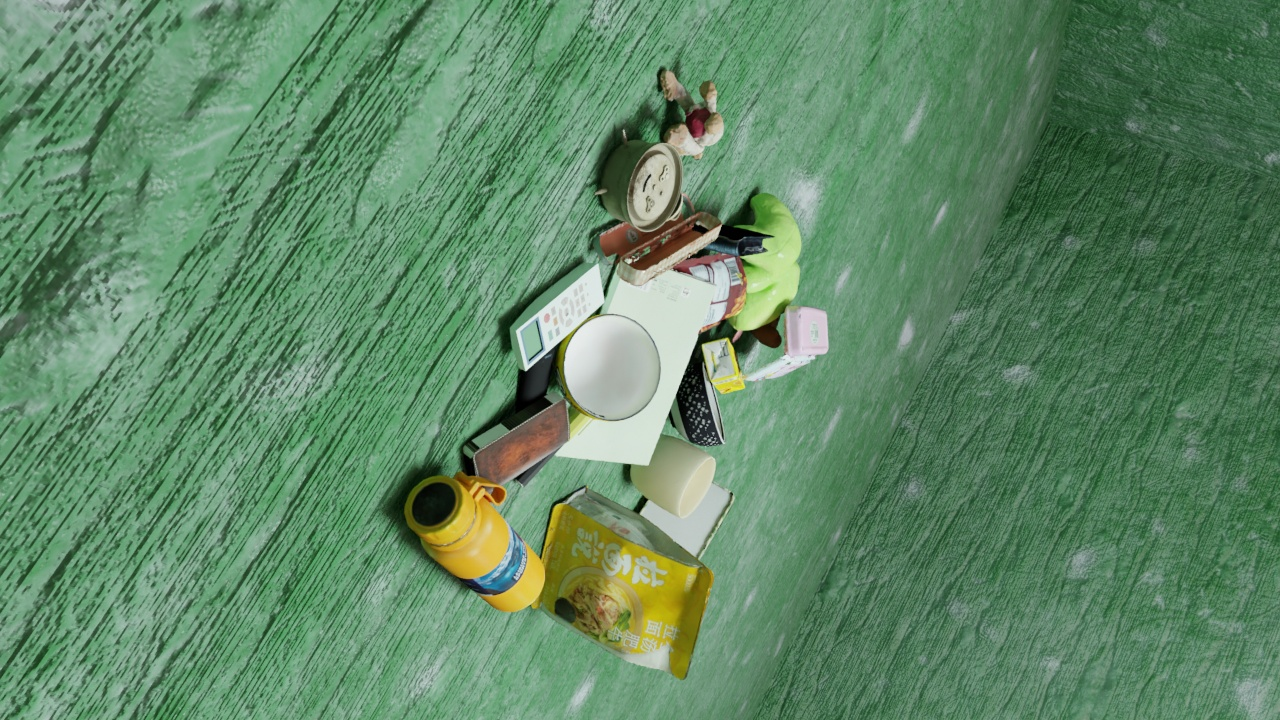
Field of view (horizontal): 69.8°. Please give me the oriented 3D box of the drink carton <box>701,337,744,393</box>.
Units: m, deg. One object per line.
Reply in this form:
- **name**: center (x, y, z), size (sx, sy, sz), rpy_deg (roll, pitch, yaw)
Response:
- **drink carton**: center (0.124, 0.009, 1.341), size (0.134, 0.043, 0.058), rpy_deg (41, 35, -75)

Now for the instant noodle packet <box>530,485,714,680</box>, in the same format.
- **instant noodle packet**: center (-0.019, 0.281, 1.142), size (0.084, 0.222, 0.163), rpy_deg (-15, 124, -55)

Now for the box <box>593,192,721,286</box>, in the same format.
- **box**: center (0.022, -0.140, 1.034), size (0.186, 0.082, 0.042), rpy_deg (-38, 154, -48)

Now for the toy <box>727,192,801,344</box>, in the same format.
- **toy**: center (0.180, -0.128, 1.322), size (0.149, 0.107, 0.197), rpy_deg (-52, 143, -31)

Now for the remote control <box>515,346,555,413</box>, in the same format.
- **remote control**: center (-0.115, 0.048, 0.988), size (0.041, 0.020, 0.152), rpy_deg (-30, 139, -50)

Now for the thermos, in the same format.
- **thermos**: center (-0.167, 0.184, 0.947), size (0.233, 0.076, 0.091), rpy_deg (67, 25, -57)

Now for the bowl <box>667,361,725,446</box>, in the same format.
- **bowl**: center (0.073, 0.067, 1.297), size (0.120, 0.066, 0.120), rpy_deg (-14, 89, -81)

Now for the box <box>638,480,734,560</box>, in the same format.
- **box**: center (0.046, 0.261, 1.372), size (0.205, 0.118, 0.051), rpy_deg (-58, 170, -20)

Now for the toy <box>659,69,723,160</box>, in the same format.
- **toy**: center (0.051, -0.261, 1.006), size (0.106, 0.074, 0.085), rpy_deg (88, -13, -77)

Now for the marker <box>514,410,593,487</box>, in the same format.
- **marker**: center (-0.095, 0.097, 1.049), size (0.123, 0.021, 0.017), rpy_deg (-47, 179, -18)

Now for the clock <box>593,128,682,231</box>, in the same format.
- **clock**: center (0.006, -0.183, 0.984), size (0.140, 0.055, 0.093), rpy_deg (25, 89, -58)

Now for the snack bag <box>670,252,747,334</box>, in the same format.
- **snack bag**: center (0.058, -0.073, 1.173), size (0.207, 0.067, 0.139), rpy_deg (-25, 133, -47)

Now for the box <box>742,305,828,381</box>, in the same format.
- **box**: center (0.237, -0.017, 1.396), size (0.146, 0.077, 0.201), rpy_deg (-63, 161, 12)

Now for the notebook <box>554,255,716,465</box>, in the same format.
- **notebook**: center (-0.007, 0.007, 1.116), size (0.181, 0.010, 0.252), rpy_deg (12, 101, -48)

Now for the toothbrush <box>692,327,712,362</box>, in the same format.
- **toothbrush**: center (0.104, -0.065, 1.293), size (0.013, 0.013, 0.168), rpy_deg (-59, 171, -56)

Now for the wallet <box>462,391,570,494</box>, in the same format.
- **wallet**: center (-0.128, 0.089, 0.967), size (0.122, 0.019, 0.072), rpy_deg (-32, 140, -31)

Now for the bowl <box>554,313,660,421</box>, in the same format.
- **bowl**: center (-0.043, 0.008, 1.015), size (0.117, 0.068, 0.117), rpy_deg (1, 88, -26)

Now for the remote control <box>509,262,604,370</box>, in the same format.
- **remote control**: center (-0.087, -0.050, 0.947), size (0.143, 0.024, 0.050), rpy_deg (-45, 139, -39)

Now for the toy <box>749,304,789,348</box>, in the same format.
- **toy**: center (0.215, -0.088, 1.462), size (0.095, 0.065, 0.127), rpy_deg (40, 74, -81)

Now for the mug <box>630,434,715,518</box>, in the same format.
- **mug**: center (0.039, 0.163, 1.296), size (0.096, 0.100, 0.120), rpy_deg (-47, 151, -32)

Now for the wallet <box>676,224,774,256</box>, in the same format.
- **wallet**: center (0.108, -0.154, 1.167), size (0.114, 0.089, 0.026), rpy_deg (-16, 119, -58)
